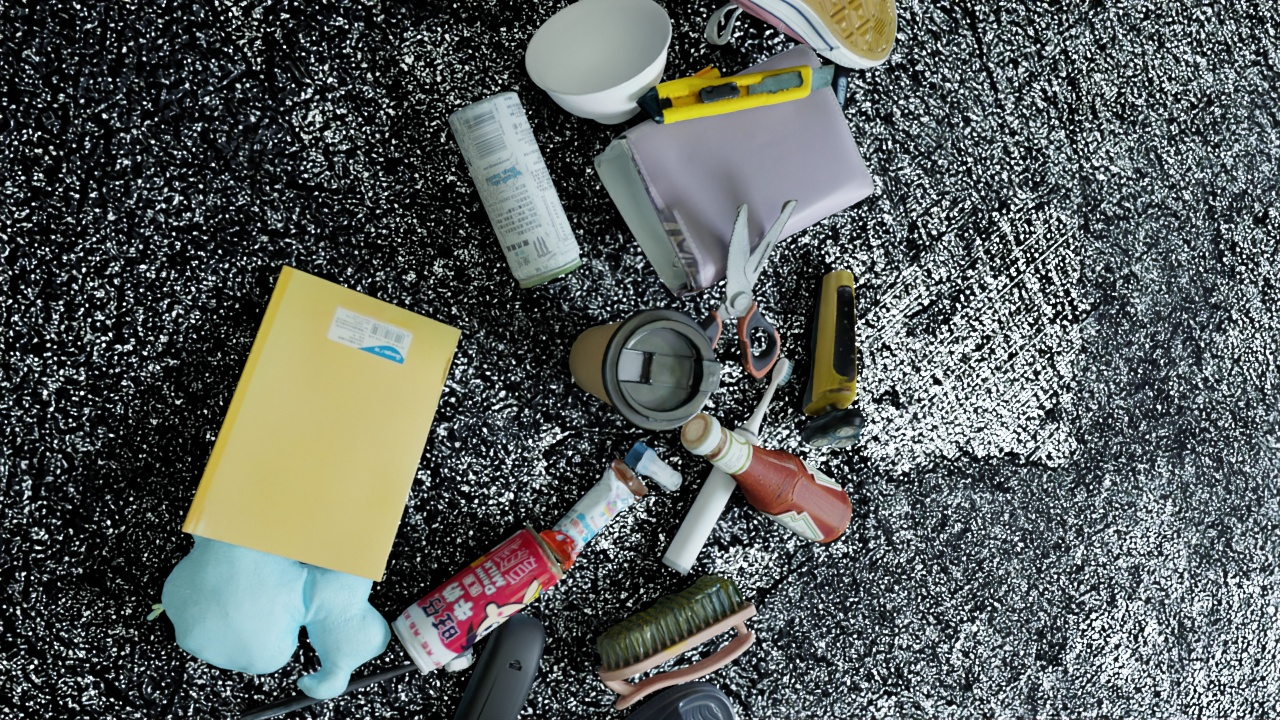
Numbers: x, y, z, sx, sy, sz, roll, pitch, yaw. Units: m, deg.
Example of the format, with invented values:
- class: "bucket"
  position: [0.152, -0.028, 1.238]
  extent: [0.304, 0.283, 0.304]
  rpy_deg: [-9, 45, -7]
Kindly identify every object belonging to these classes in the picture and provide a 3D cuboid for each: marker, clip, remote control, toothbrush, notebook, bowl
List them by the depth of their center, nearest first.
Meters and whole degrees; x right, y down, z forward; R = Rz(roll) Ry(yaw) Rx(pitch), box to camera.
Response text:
- class: "notebook"
  position: [-0.232, 0.048, 0.691]
  extent: [0.145, 0.010, 0.206]
  rpy_deg: [21, 74, -23]
- class: "toothbrush"
  position: [-0.222, 0.259, 0.731]
  extent: [0.180, 0.016, 0.018]
  rpy_deg: [-9, 106, -23]
- class: "bowl"
  position: [-0.027, -0.233, 0.744]
  extent: [0.118, 0.118, 0.065]
  rpy_deg: [-45, 148, -14]
- class: "remote control"
  position: [-0.120, 0.280, 0.771]
  extent: [0.053, 0.024, 0.136]
  rpy_deg: [26, 84, -22]
- class: "marker"
  position: [0.032, -0.226, 0.778]
  extent: [0.123, 0.018, 0.015]
  rpy_deg: [-42, 103, -42]
- class: "clip"
  position: [0.015, 0.098, 0.819]
  extent: [0.058, 0.044, 0.027]
  rpy_deg: [42, 74, -29]
- class: "toothbrush"
  position: [0.084, 0.094, 0.845]
  extent: [0.026, 0.027, 0.220]
  rpy_deg: [39, 77, -44]
- class: "marker"
  position: [0.190, -0.270, 0.869]
  extent: [0.018, 0.015, 0.124]
  rpy_deg: [3, 94, -19]

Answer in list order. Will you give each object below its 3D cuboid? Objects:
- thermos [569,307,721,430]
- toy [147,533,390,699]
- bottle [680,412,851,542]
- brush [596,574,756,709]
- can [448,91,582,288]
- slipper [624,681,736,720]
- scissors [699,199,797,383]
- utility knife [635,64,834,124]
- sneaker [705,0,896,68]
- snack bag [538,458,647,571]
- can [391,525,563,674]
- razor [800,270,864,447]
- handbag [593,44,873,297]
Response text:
- class: "thermos"
  position: [-0.004, 0.004, 0.735]
  extent: [0.093, 0.143, 0.093]
  rpy_deg: [-1, 93, -23]
- class: "toy"
  position: [-0.275, 0.182, 0.681]
  extent: [0.156, 0.050, 0.161]
  rpy_deg: [-15, 89, -32]
- class: "bottle"
  position: [0.112, 0.103, 0.815]
  extent: [0.206, 0.060, 0.059]
  rpy_deg: [34, 80, -37]
- class: "brush"
  position: [0.030, 0.249, 0.812]
  extent: [0.145, 0.063, 0.073]
  rpy_deg: [-23, 92, -20]
- class: "can"
  position: [-0.098, -0.135, 0.731]
  extent: [0.058, 0.058, 0.147]
  rpy_deg: [-26, 104, -20]
- class: "slipper"
  position: [-0.011, 0.399, 0.797]
  extent: [0.267, 0.083, 0.111]
  rpy_deg: [-35, 108, -16]
- class: "scissors"
  position: [0.079, -0.036, 0.780]
  extent: [0.189, 0.015, 0.224]
  rpy_deg: [-40, 142, 2]
- class: "utility knife"
  position: [0.081, -0.216, 0.728]
  extent: [0.177, 0.015, 0.033]
  rpy_deg: [-15, 87, -17]
- class: "sneaker"
  position: [0.125, -0.324, 0.799]
  extent: [0.240, 0.088, 0.118]
  rpy_deg: [12, 95, -36]
- class: "snack bag"
  position: [-0.042, 0.133, 0.793]
  extent: [0.105, 0.026, 0.045]
  rpy_deg: [-44, 106, -17]
- class: "can"
  position: [-0.131, 0.193, 0.744]
  extent: [0.132, 0.053, 0.053]
  rpy_deg: [-33, 106, -18]
- class: "razor"
  position: [0.185, -0.001, 0.864]
  extent: [0.062, 0.068, 0.167]
  rpy_deg: [5, 85, -24]
- class: "handbag"
  position: [0.081, -0.159, 0.783]
  extent: [0.196, 0.098, 0.145]
  rpy_deg: [-31, 93, -17]
